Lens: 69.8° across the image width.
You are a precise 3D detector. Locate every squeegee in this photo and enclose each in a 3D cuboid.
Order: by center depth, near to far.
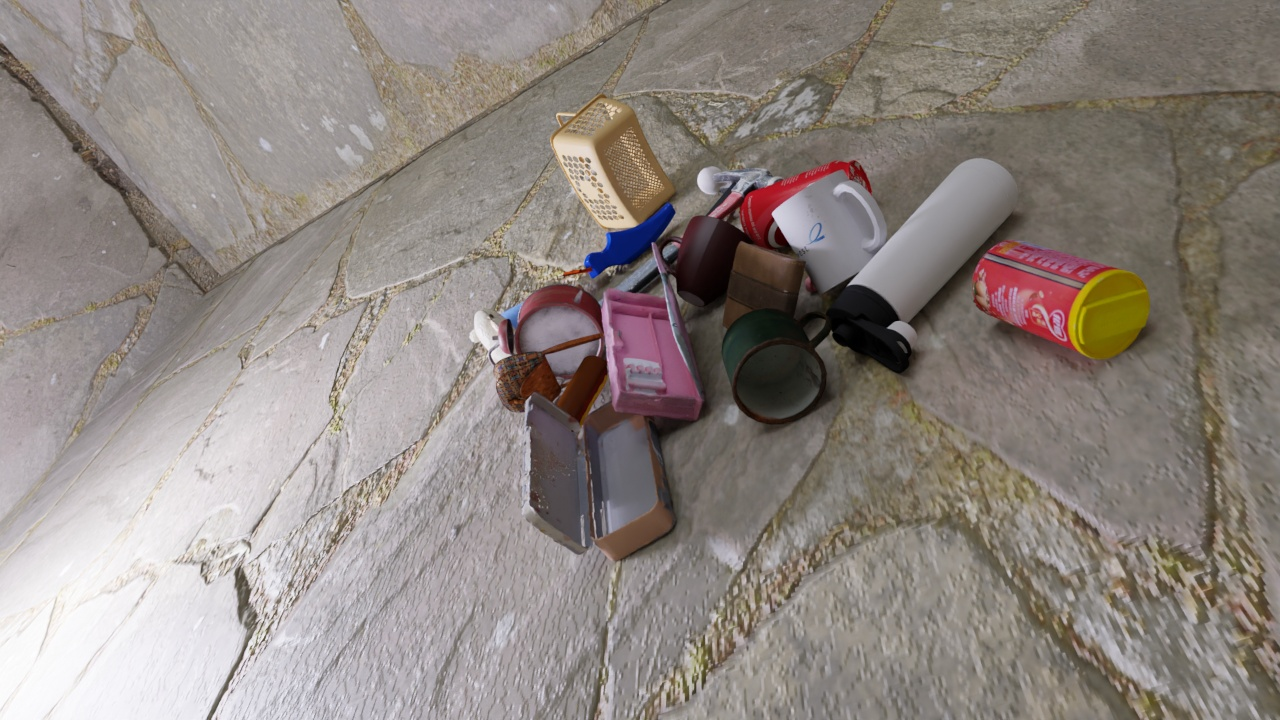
[{"bbox_3d":[-0.027,-0.165,1.324,0.184,0.055,0.249,-38,9,-4],"label":"squeegee"}]

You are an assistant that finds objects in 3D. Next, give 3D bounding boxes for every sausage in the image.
[{"bbox_3d":[-0.078,0.059,1.026,0.040,0.040,0.155,-8,42,43],"label":"sausage"}]

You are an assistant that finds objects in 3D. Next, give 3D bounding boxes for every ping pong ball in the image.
[{"bbox_3d":[0.104,-0.265,1.347,0.040,0.040,0.040,-28,28,16],"label":"ping pong ball"}]

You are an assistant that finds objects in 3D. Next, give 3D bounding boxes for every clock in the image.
[{"bbox_3d":[-0.116,-0.029,1.143,0.157,0.110,0.061,-27,29,15],"label":"clock"}]

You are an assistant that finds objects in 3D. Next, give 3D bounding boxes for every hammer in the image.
[{"bbox_3d":[0.045,-0.152,1.243,0.326,0.036,0.140,-40,29,-8],"label":"hammer"}]

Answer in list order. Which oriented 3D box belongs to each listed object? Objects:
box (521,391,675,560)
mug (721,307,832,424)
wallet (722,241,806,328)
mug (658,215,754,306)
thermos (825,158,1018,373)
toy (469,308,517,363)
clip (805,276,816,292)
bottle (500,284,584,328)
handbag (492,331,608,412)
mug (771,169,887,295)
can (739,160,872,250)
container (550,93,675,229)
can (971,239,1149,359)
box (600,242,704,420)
[{"bbox_3d":[-0.046,0.091,0.886,0.115,0.096,0.217,-27,28,8],"label":"box"},{"bbox_3d":[0.129,-0.007,0.843,0.111,0.085,0.081,-45,22,17],"label":"mug"},{"bbox_3d":[0.126,-0.068,0.958,0.121,0.027,0.099,-146,63,-62],"label":"wallet"},{"bbox_3d":[0.068,-0.115,1.096,0.114,0.087,0.088,20,75,27],"label":"mug"},{"bbox_3d":[0.271,-0.090,0.847,0.229,0.068,0.101,-45,41,-16],"label":"thermos"},{"bbox_3d":[-0.199,-0.035,1.276,0.050,0.087,0.113,-36,-6,-36],"label":"toy"},{"bbox_3d":[0.192,-0.095,0.994,0.044,0.023,0.060,-26,34,16],"label":"clip"},{"bbox_3d":[-0.137,-0.072,1.308,0.131,0.048,0.048,-26,28,19],"label":"bottle"},{"bbox_3d":[-0.076,0.008,1.094,0.196,0.093,0.043,-22,58,-2],"label":"handbag"},{"bbox_3d":[0.199,-0.133,0.910,0.083,0.096,0.120,-29,-3,-22],"label":"mug"},{"bbox_3d":[0.191,-0.180,1.069,0.143,0.074,0.074,-15,33,35],"label":"can"},{"bbox_3d":[-0.055,-0.308,1.449,0.129,0.183,0.167,-44,36,-16],"label":"container"},{"bbox_3d":[0.323,-0.051,0.715,0.066,0.067,0.124,-37,27,-4],"label":"can"},{"bbox_3d":[0.016,-0.043,0.987,0.099,0.107,0.232,6,29,-8],"label":"box"}]
